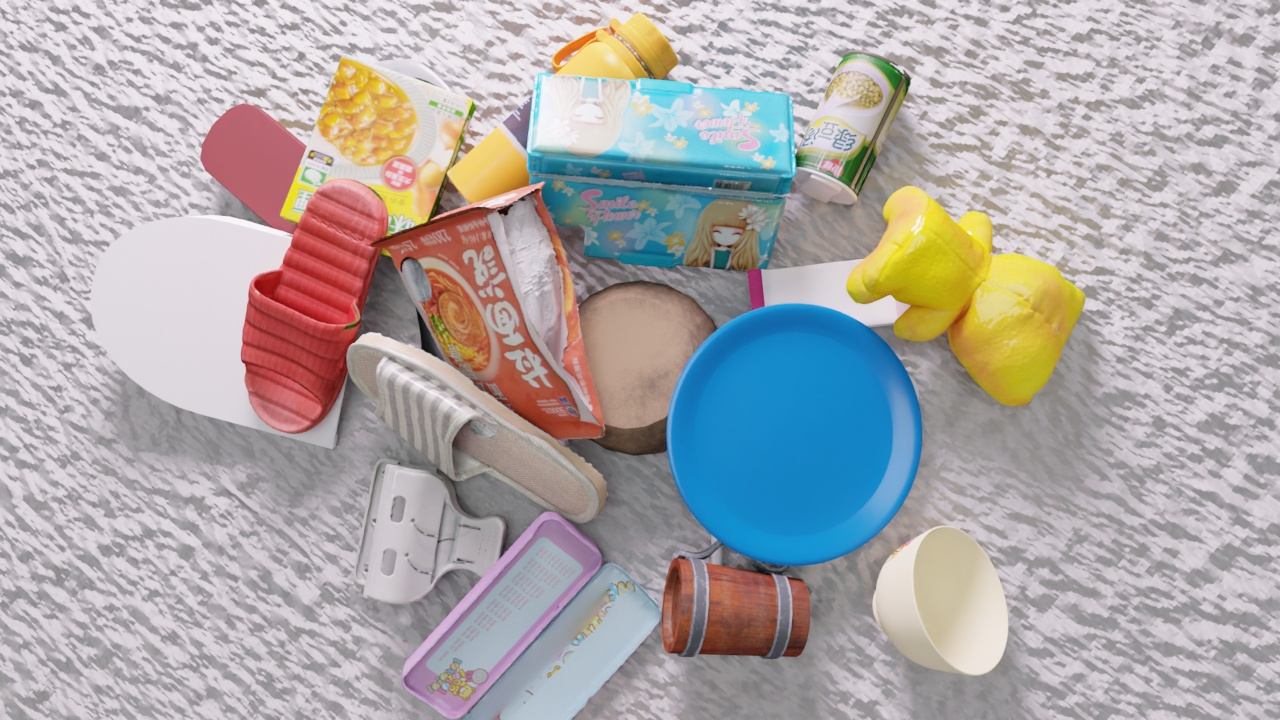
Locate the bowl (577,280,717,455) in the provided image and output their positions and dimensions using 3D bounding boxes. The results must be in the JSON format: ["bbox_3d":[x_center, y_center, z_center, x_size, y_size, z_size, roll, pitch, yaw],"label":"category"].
[{"bbox_3d":[-0.005,0.005,0.828,0.162,0.070,0.162,-1,85,9],"label":"bowl"}]

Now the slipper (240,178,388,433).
[{"bbox_3d":[-0.306,-0.047,0.840,0.103,0.059,0.249,21,101,-1],"label":"slipper"}]

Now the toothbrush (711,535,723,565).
[{"bbox_3d":[0.067,0.155,0.834,0.017,0.012,0.186,-2,84,22],"label":"toothbrush"}]

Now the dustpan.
[{"bbox_3d":[-0.401,-0.042,0.905,0.258,0.053,0.192,15,102,1],"label":"dustpan"}]

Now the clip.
[{"bbox_3d":[-0.201,0.163,0.845,0.152,0.105,0.126,10,89,20],"label":"clip"}]

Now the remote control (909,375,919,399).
[{"bbox_3d":[0.215,0.076,0.815,0.043,0.013,0.136,13,87,10],"label":"remote control"}]

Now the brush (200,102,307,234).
[{"bbox_3d":[-0.356,-0.180,0.918,0.173,0.042,0.082,39,92,11],"label":"brush"}]

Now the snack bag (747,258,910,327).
[{"bbox_3d":[0.198,-0.059,0.827,0.196,0.016,0.070,-7,84,7],"label":"snack bag"}]

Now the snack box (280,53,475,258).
[{"bbox_3d":[-0.247,-0.190,0.870,0.132,0.027,0.168,20,88,-1],"label":"snack box"}]

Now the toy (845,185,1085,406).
[{"bbox_3d":[0.280,-0.064,0.767,0.194,0.087,0.134,36,78,-2],"label":"toy"}]

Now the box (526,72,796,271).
[{"bbox_3d":[0.016,-0.161,0.796,0.227,0.086,0.168,4,100,-4],"label":"box"}]

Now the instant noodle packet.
[{"bbox_3d":[-0.122,-0.028,0.808,0.165,0.083,0.221,-7,109,41],"label":"instant noodle packet"}]

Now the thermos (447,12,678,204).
[{"bbox_3d":[-0.075,-0.229,0.855,0.233,0.076,0.091,-41,101,4],"label":"thermos"}]

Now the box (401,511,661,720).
[{"bbox_3d":[-0.099,0.258,0.837,0.151,0.040,0.214,42,93,-2],"label":"box"}]

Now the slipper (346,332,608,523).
[{"bbox_3d":[-0.154,0.069,0.831,0.272,0.115,0.053,31,54,3],"label":"slipper"}]

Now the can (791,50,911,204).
[{"bbox_3d":[0.184,-0.205,0.817,0.067,0.067,0.121,25,89,11],"label":"can"}]

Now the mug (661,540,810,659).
[{"bbox_3d":[0.081,0.198,0.791,0.111,0.082,0.117,8,61,-8],"label":"mug"}]

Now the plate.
[{"bbox_3d":[0.132,0.063,0.794,0.224,0.024,0.224,0,89,-7],"label":"plate"}]

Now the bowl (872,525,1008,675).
[{"bbox_3d":[0.237,0.204,0.764,0.074,0.117,0.118,-31,78,48],"label":"bowl"}]

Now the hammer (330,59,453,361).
[{"bbox_3d":[-0.220,-0.141,0.901,0.127,0.029,0.323,-11,84,8],"label":"hammer"}]
